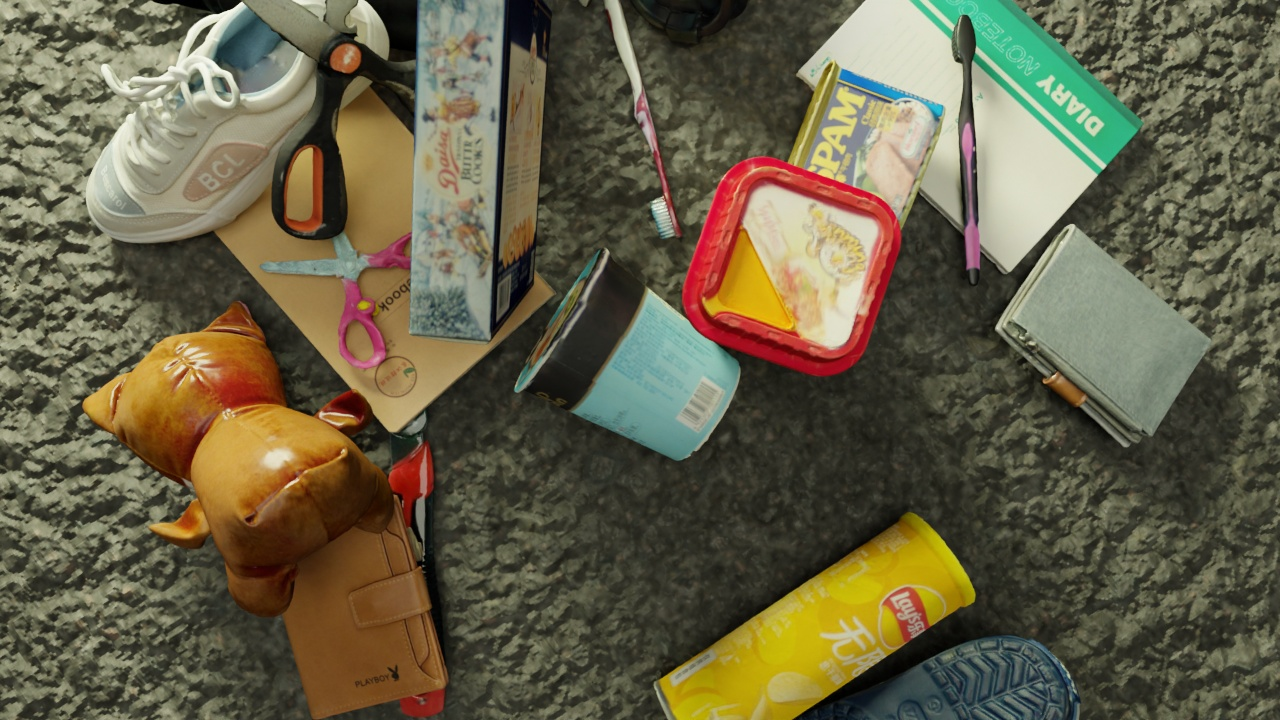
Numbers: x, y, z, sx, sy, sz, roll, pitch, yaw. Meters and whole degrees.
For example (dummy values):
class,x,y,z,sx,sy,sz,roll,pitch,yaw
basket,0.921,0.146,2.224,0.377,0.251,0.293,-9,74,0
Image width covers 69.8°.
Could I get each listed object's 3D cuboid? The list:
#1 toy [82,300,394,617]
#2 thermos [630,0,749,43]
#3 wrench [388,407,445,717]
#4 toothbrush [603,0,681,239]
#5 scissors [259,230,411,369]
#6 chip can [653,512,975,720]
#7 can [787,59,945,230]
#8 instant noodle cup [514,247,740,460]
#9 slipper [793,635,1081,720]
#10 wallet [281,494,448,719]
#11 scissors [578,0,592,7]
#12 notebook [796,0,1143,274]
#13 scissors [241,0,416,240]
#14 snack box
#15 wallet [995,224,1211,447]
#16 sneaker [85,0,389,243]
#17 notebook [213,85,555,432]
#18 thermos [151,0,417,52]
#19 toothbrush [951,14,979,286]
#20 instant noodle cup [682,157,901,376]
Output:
class,x,y,z,sx,sy,sz,roll,pitch,yaw
toy,-0.248,0.054,0.576,0.199,0.131,0.139,39,54,17
thermos,0.044,-0.299,0.617,0.093,0.093,0.143,19,79,-2
wrench,-0.153,0.108,0.633,0.056,0.016,0.273,1,88,-2
toothbrush,-0.002,-0.176,0.645,0.017,0.016,0.187,-15,90,7
scissors,-0.187,-0.063,0.617,0.135,0.017,0.133,-23,82,-1
chip can,0.115,0.188,0.615,0.213,0.072,0.072,-32,90,-3
can,0.148,-0.139,0.622,0.083,0.057,0.102,20,99,0
instant noodle cup,-0.004,0.004,0.604,0.120,0.111,0.111,32,87,-10
slipper,0.174,0.272,0.610,0.253,0.105,0.095,-40,133,11
wallet,-0.190,0.164,0.613,0.108,0.031,0.132,-16,88,12
scissors,-0.037,-0.349,0.592,0.015,0.189,0.222,19,65,35
notebook,0.237,-0.186,0.658,0.209,0.012,0.150,43,87,-1
scissors,-0.170,-0.161,0.545,0.021,0.220,0.233,46,117,28
snack box,-0.085,-0.117,0.516,0.046,0.177,0.183,5,103,0
wallet,0.322,-0.016,0.647,0.129,0.037,0.106,40,77,-2
sneaker,-0.271,-0.149,0.567,0.243,0.090,0.089,-31,85,17
notebook,-0.181,-0.074,0.630,0.147,0.008,0.207,-42,87,-4
thermos,-0.200,-0.260,0.615,0.242,0.069,0.089,10,66,-2
toothbrush,0.229,-0.147,0.645,0.014,0.018,0.189,-3,92,-2
instant noodle cup,0.089,-0.055,0.592,0.116,0.124,0.116,19,88,-1
